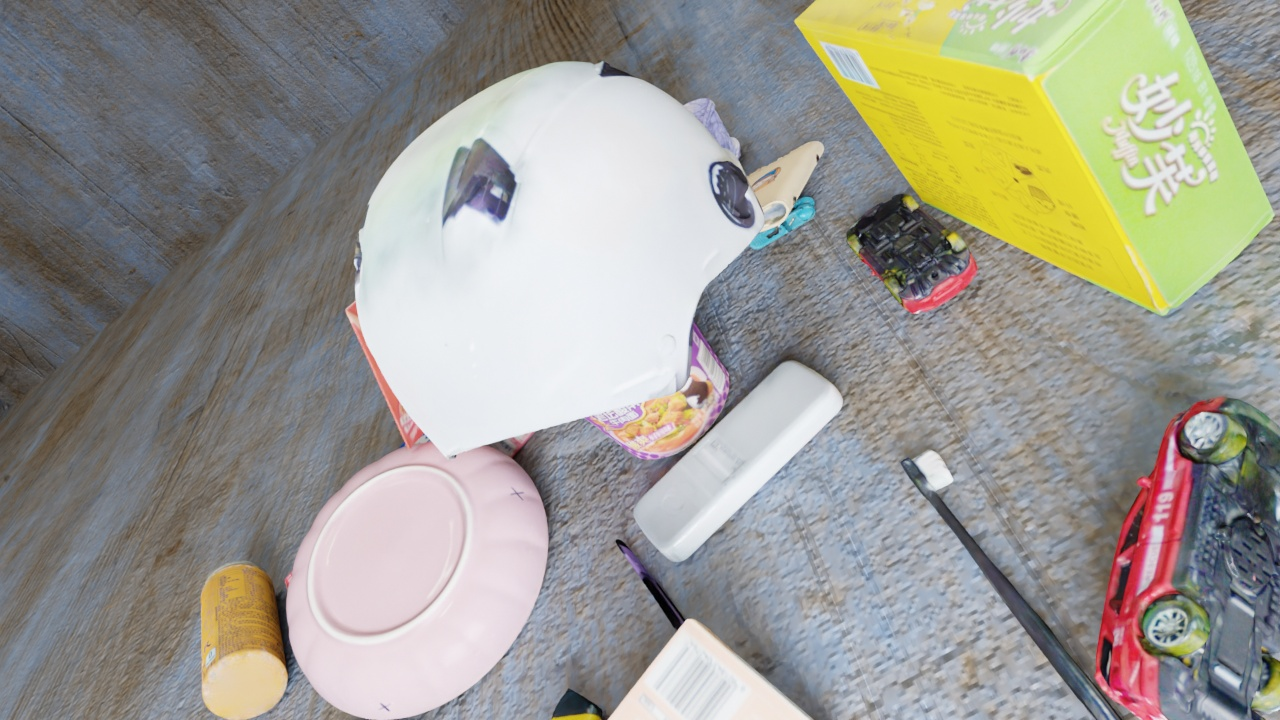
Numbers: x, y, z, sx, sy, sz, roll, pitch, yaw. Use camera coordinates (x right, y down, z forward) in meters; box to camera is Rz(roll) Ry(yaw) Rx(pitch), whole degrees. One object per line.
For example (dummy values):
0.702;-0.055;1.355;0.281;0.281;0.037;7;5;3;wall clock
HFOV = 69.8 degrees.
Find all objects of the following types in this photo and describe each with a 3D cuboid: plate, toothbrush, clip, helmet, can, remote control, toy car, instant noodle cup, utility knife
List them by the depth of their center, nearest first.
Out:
0.192;0.070;0.315;0.120;0.053;0.045;-61;16;-21;toy car
0.151;0.092;0.374;0.018;0.016;0.181;-29;31;6;toothbrush
-0.048;0.246;0.411;0.033;0.015;0.206;-21;36;31;utility knife
0.022;0.140;0.469;0.017;0.014;0.189;-55;30;2;toothbrush
-0.064;-0.078;0.517;0.230;0.146;0.257;-14;40;40;helmet
0.055;0.056;0.527;0.136;0.020;0.056;-44;31;-3;remote control
0.160;-0.066;0.548;0.049;0.031;0.106;-36;31;10;toy car
-0.003;0.003;0.587;0.112;0.099;0.111;-29;33;21;instant noodle cup
-0.154;0.130;0.598;0.193;0.039;0.192;-12;53;17;plate
0.105;-0.103;0.680;0.056;0.014;0.040;-26;33;30;clip
-0.315;0.217;0.725;0.058;0.058;0.146;-46;30;-6;can

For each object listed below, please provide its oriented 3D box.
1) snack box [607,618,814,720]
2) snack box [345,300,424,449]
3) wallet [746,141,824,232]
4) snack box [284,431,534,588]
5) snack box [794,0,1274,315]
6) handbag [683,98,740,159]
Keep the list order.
0.004;0.194;0.377;0.157;0.026;0.084;-50;48;-8;snack box
-0.136;-0.020;0.647;0.044;0.113;0.126;-4;30;22;snack box
0.088;-0.123;0.695;0.087;0.024;0.114;-25;22;37;wallet
-0.171;0.108;0.694;0.207;0.058;0.057;-51;34;-14;snack box
0.188;-0.129;0.469;0.070;0.157;0.210;-44;30;5;snack box
-0.011;-0.151;0.817;0.194;0.075;0.133;-21;37;35;handbag
